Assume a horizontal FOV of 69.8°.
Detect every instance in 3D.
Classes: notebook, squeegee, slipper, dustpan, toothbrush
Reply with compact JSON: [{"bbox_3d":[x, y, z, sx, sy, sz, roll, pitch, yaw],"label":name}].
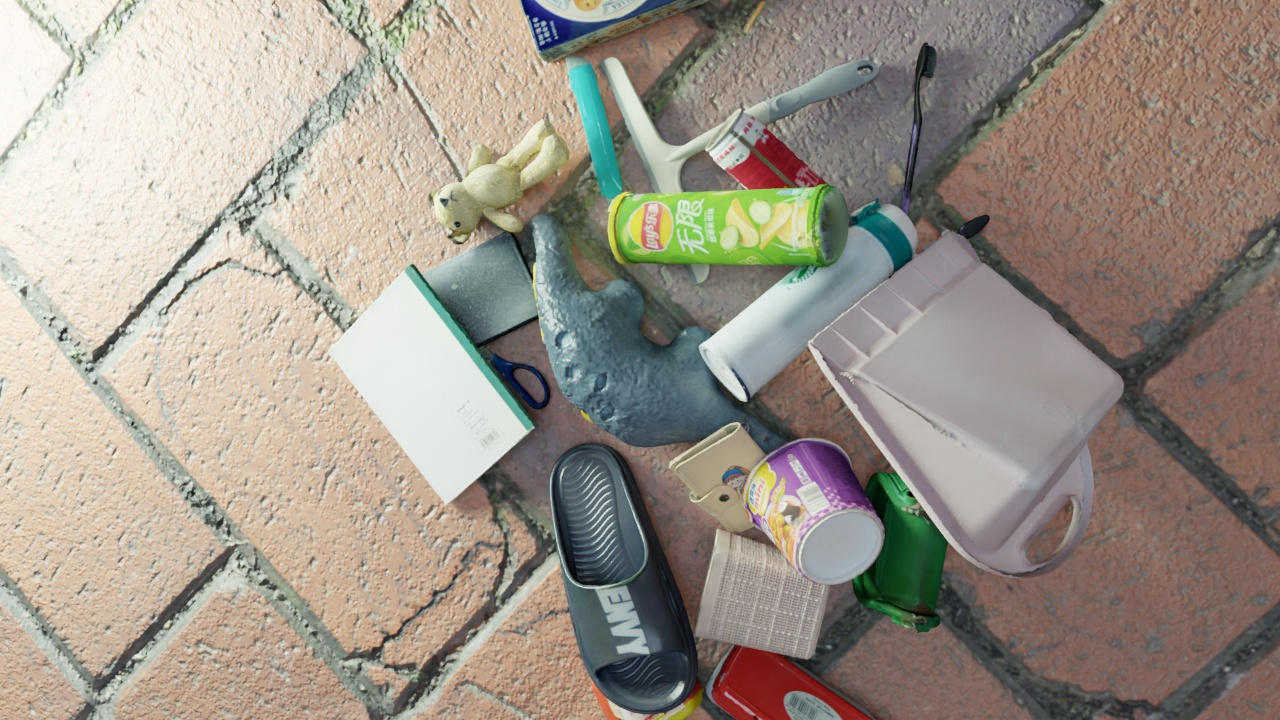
[{"bbox_3d":[-0.216,0.027,0.939,0.151,0.012,0.209,-41,84,26],"label":"notebook"},{"bbox_3d":[0.115,-0.234,0.886,0.247,0.039,0.246,-23,87,9],"label":"squeegee"},{"bbox_3d":[-0.032,0.200,0.865,0.111,0.083,0.268,-22,69,8],"label":"slipper"},{"bbox_3d":[0.289,0.050,0.808,0.222,0.139,0.273,-33,63,-28],"label":"dustpan"},{"bbox_3d":[0.263,-0.207,0.875,0.016,0.014,0.189,6,93,-15],"label":"toothbrush"},{"bbox_3d":[0.250,-0.083,0.880,0.190,0.016,0.014,-35,94,11],"label":"toothbrush"}]

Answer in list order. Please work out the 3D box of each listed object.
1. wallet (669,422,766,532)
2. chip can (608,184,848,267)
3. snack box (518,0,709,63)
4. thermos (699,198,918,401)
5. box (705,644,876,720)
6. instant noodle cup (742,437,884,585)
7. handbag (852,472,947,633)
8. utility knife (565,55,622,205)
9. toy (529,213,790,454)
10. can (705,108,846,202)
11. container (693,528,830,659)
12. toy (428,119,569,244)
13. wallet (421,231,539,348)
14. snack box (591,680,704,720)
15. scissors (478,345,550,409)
[{"bbox_3d":[0.089,0.117,0.875,0.087,0.024,0.115,-32,122,19],"label":"wallet"},{"bbox_3d":[0.078,-0.122,0.841,0.222,0.072,0.072,4,91,32],"label":"chip can"},{"bbox_3d":[-0.042,-0.414,0.907,0.183,0.045,0.178,-18,88,10],"label":"snack box"},{"bbox_3d":[0.158,-0.060,0.844,0.224,0.073,0.073,-39,84,-8],"label":"thermos"},{"bbox_3d":[0.160,0.354,0.886,0.201,0.092,0.094,33,53,8],"label":"box"},{"bbox_3d":[0.162,0.142,0.833,0.111,0.099,0.112,-7,119,-13],"label":"instant noodle cup"},{"bbox_3d":[0.239,0.170,0.831,0.068,0.120,0.131,8,90,4],"label":"handbag"},{"bbox_3d":[-0.045,-0.232,0.928,0.029,0.013,0.161,-14,91,12],"label":"utility knife"},{"bbox_3d":[-0.005,0.005,0.893,0.356,0.091,0.137,40,69,6],"label":"toy"},{"bbox_3d":[0.126,-0.172,0.856,0.132,0.053,0.053,38,97,-12],"label":"can"},{"bbox_3d":[0.115,0.222,0.870,0.111,0.090,0.090,13,93,6],"label":"container"},{"bbox_3d":[-0.141,-0.180,0.917,0.157,0.066,0.105,-32,80,15],"label":"toy"},{"bbox_3d":[-0.166,-0.066,0.942,0.121,0.019,0.097,-26,82,3],"label":"wallet"},{"bbox_3d":[0.004,0.323,0.895,0.091,0.082,0.080,-36,75,6],"label":"snack box"},{"bbox_3d":[-0.155,-0.010,0.951,0.128,0.012,0.173,-11,88,12],"label":"scissors"}]
